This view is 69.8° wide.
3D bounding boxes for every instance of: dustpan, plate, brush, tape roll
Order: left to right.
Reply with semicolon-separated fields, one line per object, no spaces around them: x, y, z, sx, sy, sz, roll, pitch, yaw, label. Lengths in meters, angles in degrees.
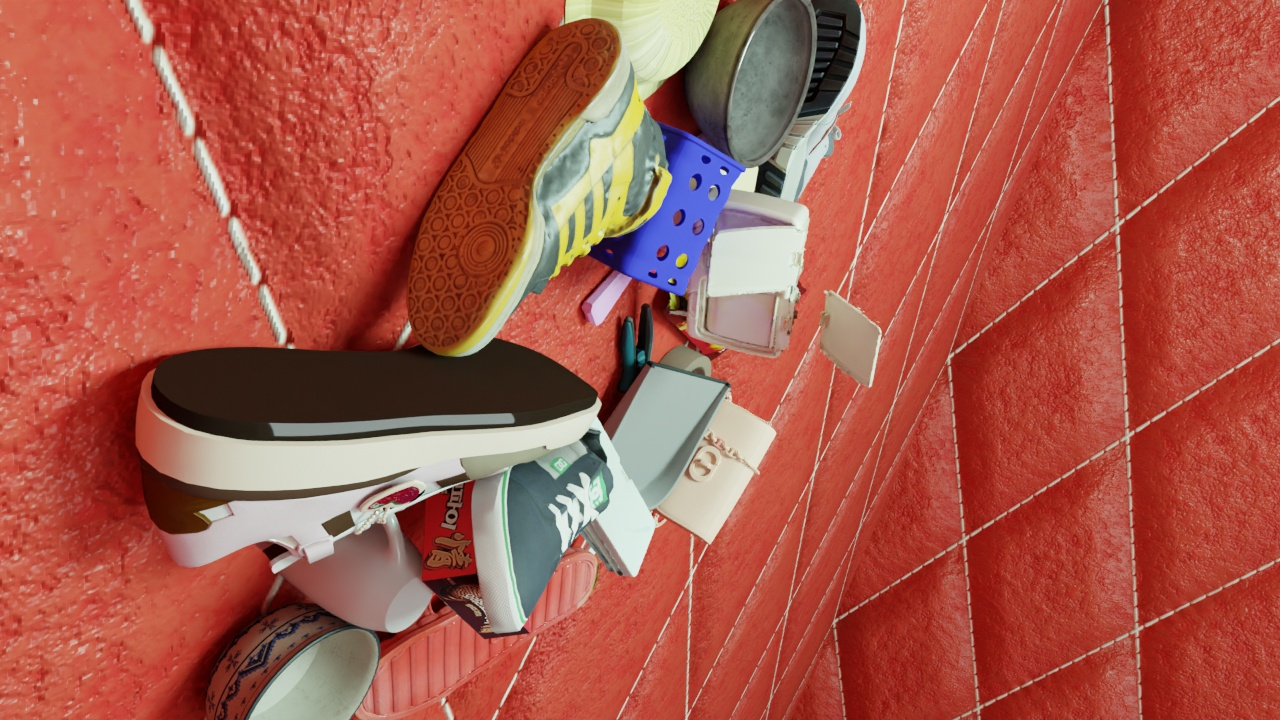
-0.010;0.123;0.970;0.258;0.033;0.163;-55;148;14;dustpan
0.019;-0.268;0.663;0.183;0.036;0.185;-44;149;-35;plate
0.030;-0.116;0.831;0.228;0.043;0.089;-53;154;-20;brush
0.040;0.032;1.013;0.093;0.030;0.094;-44;149;-35;tape roll

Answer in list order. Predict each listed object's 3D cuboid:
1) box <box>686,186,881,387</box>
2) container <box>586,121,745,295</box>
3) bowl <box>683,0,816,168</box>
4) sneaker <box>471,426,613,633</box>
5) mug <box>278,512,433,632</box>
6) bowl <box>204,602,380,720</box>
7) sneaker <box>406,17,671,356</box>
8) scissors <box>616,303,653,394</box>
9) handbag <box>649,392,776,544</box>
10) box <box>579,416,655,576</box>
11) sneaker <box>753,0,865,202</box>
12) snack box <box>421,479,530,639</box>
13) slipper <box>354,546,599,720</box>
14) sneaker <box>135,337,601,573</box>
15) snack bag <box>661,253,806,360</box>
0.121;-0.056;0.779;0.080;0.182;0.144;-51;149;-50;box
0.011;-0.122;0.727;0.084;0.085;0.114;15;103;-48;container
0.085;-0.243;0.776;0.144;0.067;0.145;-42;146;-38;bowl
-0.061;0.101;0.639;0.235;0.079;0.084;-83;164;-71;sneaker
-0.182;0.124;0.607;0.071;0.089;0.107;-27;137;-52;mug
-0.241;0.215;0.621;0.115;0.059;0.116;-44;149;-35;bowl
-0.061;-0.097;0.617;0.238;0.086;0.122;-62;151;-9;sneaker
-0.009;0.006;0.908;0.135;0.019;0.130;15;110;-57;scissors
0.096;0.133;1.119;0.198;0.117;0.187;-58;155;-10;handbag
-0.040;0.125;0.843;0.072;0.085;0.199;-21;135;5;box
0.160;-0.242;0.918;0.124;0.089;0.240;-25;145;-59;sneaker
-0.117;0.109;0.674;0.133;0.036;0.151;74;9;-57;snack box
-0.148;0.224;0.811;0.248;0.059;0.104;-23;133;-35;slipper
-0.146;0.061;0.553;0.293;0.112;0.117;-6;123;-50;sneaker
0.097;-0.068;0.979;0.139;0.066;0.208;-42;158;7;snack bag
